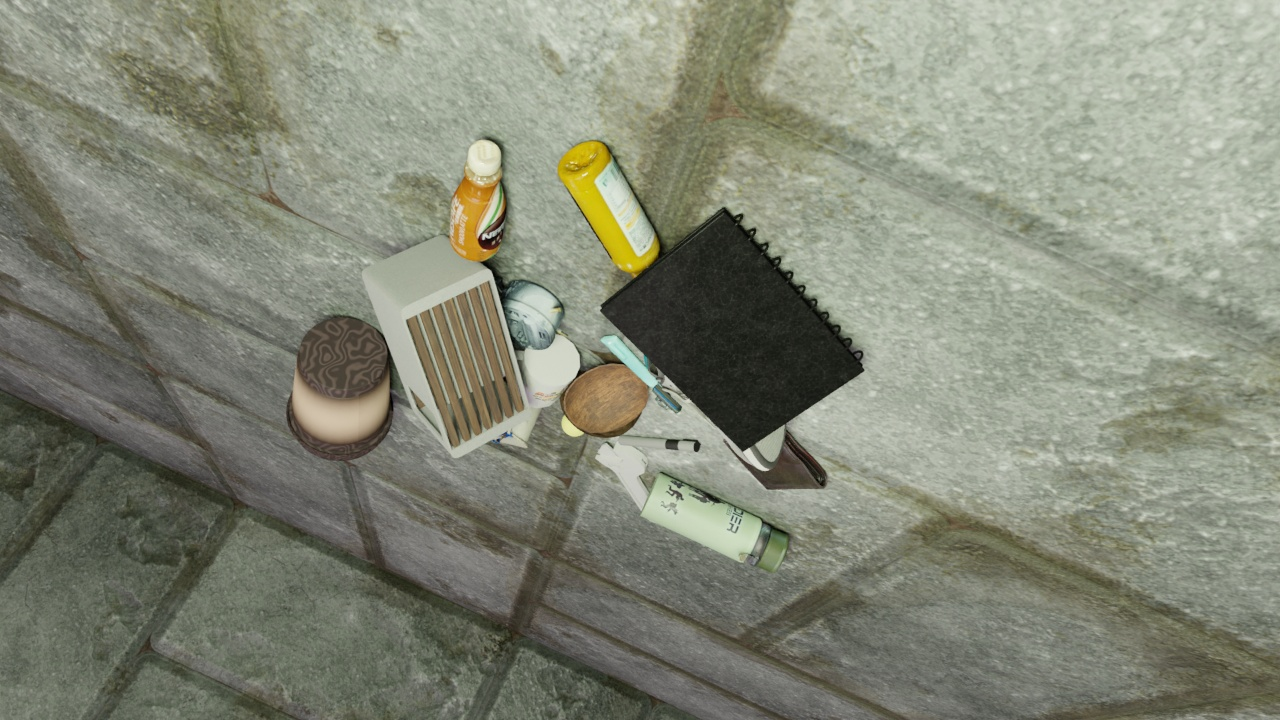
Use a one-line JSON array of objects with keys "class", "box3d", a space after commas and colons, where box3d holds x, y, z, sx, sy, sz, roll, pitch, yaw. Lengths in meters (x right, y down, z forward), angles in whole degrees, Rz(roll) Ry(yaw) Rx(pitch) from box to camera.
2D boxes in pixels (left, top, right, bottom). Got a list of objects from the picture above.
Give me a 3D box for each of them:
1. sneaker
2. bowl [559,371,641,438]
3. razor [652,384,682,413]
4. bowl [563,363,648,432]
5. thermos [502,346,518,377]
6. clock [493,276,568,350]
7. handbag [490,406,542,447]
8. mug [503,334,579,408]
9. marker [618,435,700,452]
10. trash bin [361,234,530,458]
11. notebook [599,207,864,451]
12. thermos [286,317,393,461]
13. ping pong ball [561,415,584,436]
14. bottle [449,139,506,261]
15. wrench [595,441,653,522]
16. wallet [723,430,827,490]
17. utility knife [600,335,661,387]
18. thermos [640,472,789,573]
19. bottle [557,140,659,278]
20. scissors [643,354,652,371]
[{"class": "sneaker", "box3d": [0.079, 0.031, 1.058, 0.129, 0.096, 0.263, -1, 134, 42]}, {"class": "bowl", "box3d": [-0.064, 0.073, 1.297, 0.121, 0.056, 0.121, 19, 151, 11]}, {"class": "razor", "box3d": [0.031, 0.045, 1.137, 0.042, 0.022, 0.144, 44, -175, 0]}, {"class": "bowl", "box3d": [-0.047, 0.045, 1.226, 0.114, 0.026, 0.102, -29, 121, 8]}, {"class": "thermos", "box3d": [-0.236, -0.058, 1.218, 0.052, 0.052, 0.224, 3, 145, 35]}, {"class": "clock", "box3d": [-0.155, -0.060, 1.149, 0.129, 0.052, 0.090, 17, 151, 13]}, {"class": "handbag", "box3d": [-0.257, 0.058, 1.336, 0.201, 0.092, 0.199, 7, 158, 47]}, {"class": "mug", "box3d": [-0.143, 0.011, 1.226, 0.105, 0.073, 0.090, 15, 154, -15]}, {"class": "marker", "box3d": [0.025, 0.122, 1.349, 0.141, 0.016, 0.016, 1, 143, 38]}, {"class": "trash bin", "box3d": [-0.233, -0.016, 1.122, 0.114, 0.114, 0.229, 37, 147, 43]}, {"class": "notebook", "box3d": [0.099, -0.025, 0.933, 0.169, 0.019, 0.231, -37, 114, 21]}, {"class": "thermos", "box3d": [-0.480, 0.044, 1.477, 0.172, 0.172, 0.227, 27, 145, -3]}, {"class": "ping pong ball", "box3d": [-0.098, 0.094, 1.374, 0.040, 0.040, 0.040, 19, 151, 11]}, {"class": "bottle", "box3d": [-0.170, -0.170, 0.972, 0.059, 0.059, 0.167, 26, 151, -1]}, {"class": "wrench", "box3d": [0.000, 0.208, 1.514, 0.087, 0.018, 0.273, 7, 148, 27]}, {"class": "wallet", "box3d": [0.181, 0.133, 1.233, 0.100, 0.031, 0.120, -12, 132, 45]}, {"class": "utility knife", "box3d": [-0.007, 0.007, 1.184, 0.022, 0.015, 0.119, -20, 131, 33]}, {"class": "thermos", "box3d": [0.118, 0.259, 1.435, 0.231, 0.082, 0.082, 25, 152, 1]}, {"class": "bottle", "box3d": [-0.018, -0.133, 0.919, 0.053, 0.053, 0.186, 5, 146, 33]}, {"class": "scissors", "box3d": [0.019, -0.021, 1.112, 0.132, 0.019, 0.148, 39, 150, -25]}]
